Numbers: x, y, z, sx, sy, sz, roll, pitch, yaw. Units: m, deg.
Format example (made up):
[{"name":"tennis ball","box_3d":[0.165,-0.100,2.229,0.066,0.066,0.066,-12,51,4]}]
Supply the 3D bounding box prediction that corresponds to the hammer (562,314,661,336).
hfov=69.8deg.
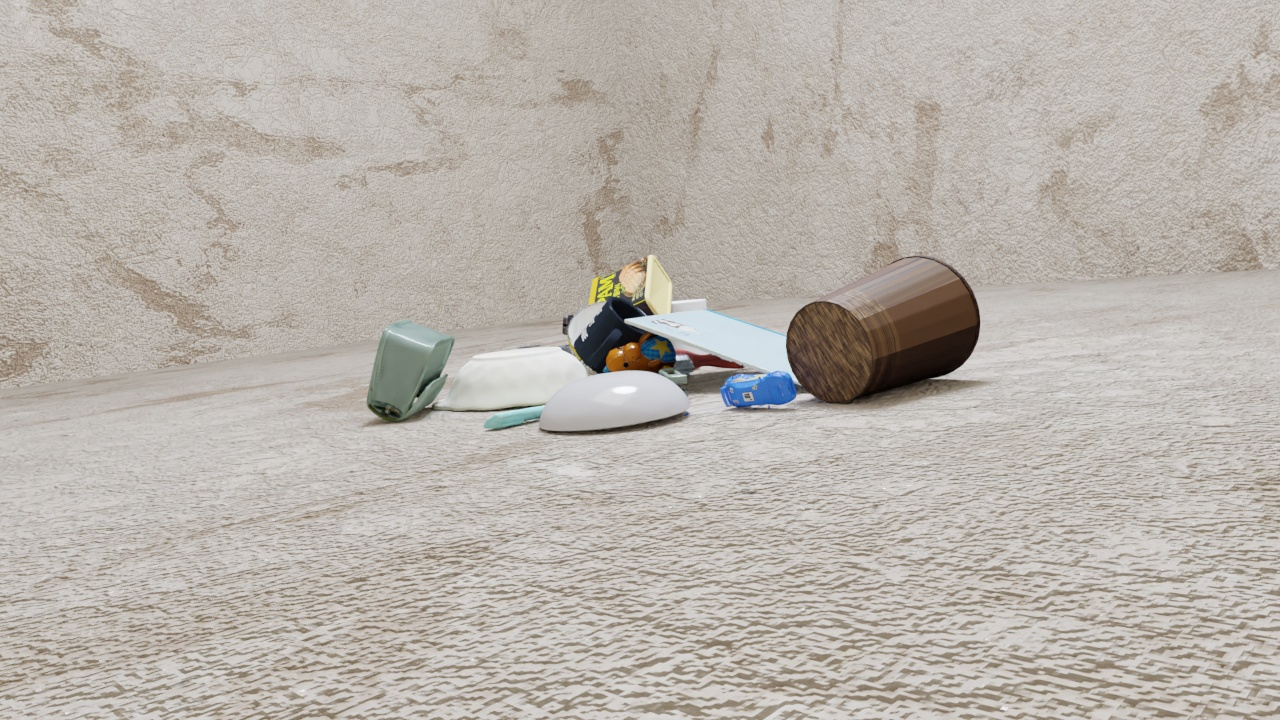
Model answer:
[{"name":"hammer","box_3d":[0.017,-0.048,1.539,0.315,0.035,0.137,6,4,15]}]

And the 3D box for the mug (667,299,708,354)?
[{"name":"mug","box_3d":[0.051,-0.045,1.429,0.110,0.090,0.074,-6,6,-11]}]

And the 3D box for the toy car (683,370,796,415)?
[{"name":"toy car","box_3d":[0.095,0.038,0.876,0.092,0.033,0.061,-7,19,42]}]

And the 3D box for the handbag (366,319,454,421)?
[{"name":"handbag","box_3d":[-0.268,0.013,1.082,0.067,0.106,0.121,18,7,-1]}]

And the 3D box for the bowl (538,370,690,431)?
[{"name":"bowl","box_3d":[-0.028,0.034,0.899,0.149,0.043,0.149,-8,4,0]}]

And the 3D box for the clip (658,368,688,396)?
[{"name":"clip","box_3d":[0.037,0.025,1.040,0.023,0.042,0.076,-4,5,-9]}]

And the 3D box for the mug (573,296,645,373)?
[{"name":"mug","box_3d":[-0.038,-0.024,1.157,0.078,0.071,0.104,-49,3,23]}]

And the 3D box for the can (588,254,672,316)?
[{"name":"can","box_3d":[-0.014,-0.085,1.379,0.104,0.075,0.135,-23,34,21]}]

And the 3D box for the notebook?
[{"name":"notebook","box_3d":[0.133,-0.020,1.096,0.254,0.009,0.180,21,18,33]}]

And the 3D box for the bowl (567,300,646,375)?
[{"name":"bowl","box_3d":[-0.042,-0.020,1.279,0.117,0.068,0.117,0,50,0]}]

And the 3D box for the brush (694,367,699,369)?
[{"name":"brush","box_3d":[0.019,0.007,1.313,0.136,0.015,0.049,-1,6,39]}]

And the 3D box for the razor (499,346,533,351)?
[{"name":"razor","box_3d":[-0.174,0.009,1.312,0.064,0.053,0.140,-11,1,18]}]

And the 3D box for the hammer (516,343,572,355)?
[{"name":"hammer","box_3d":[-0.069,-0.015,1.524,0.099,0.044,0.321,-2,4,31]}]

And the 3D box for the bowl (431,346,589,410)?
[{"name":"bowl","box_3d":[-0.150,0.018,1.136,0.219,0.060,0.188,-5,6,-3]}]

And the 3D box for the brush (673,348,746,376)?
[{"name":"brush","box_3d":[0.068,0.005,1.208,0.172,0.041,0.030,-4,23,-10]}]

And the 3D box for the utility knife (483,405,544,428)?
[{"name":"utility knife","box_3d":[-0.089,0.053,0.961,0.165,0.015,0.022,-9,-25,-42]}]

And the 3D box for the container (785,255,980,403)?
[{"name":"container","box_3d":[0.237,-0.027,0.921,0.166,0.132,0.132,-18,12,-40]}]

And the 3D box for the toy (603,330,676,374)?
[{"name":"toy","box_3d":[-0.007,0.006,1.132,0.090,0.070,0.103,-7,-25,-30]}]
